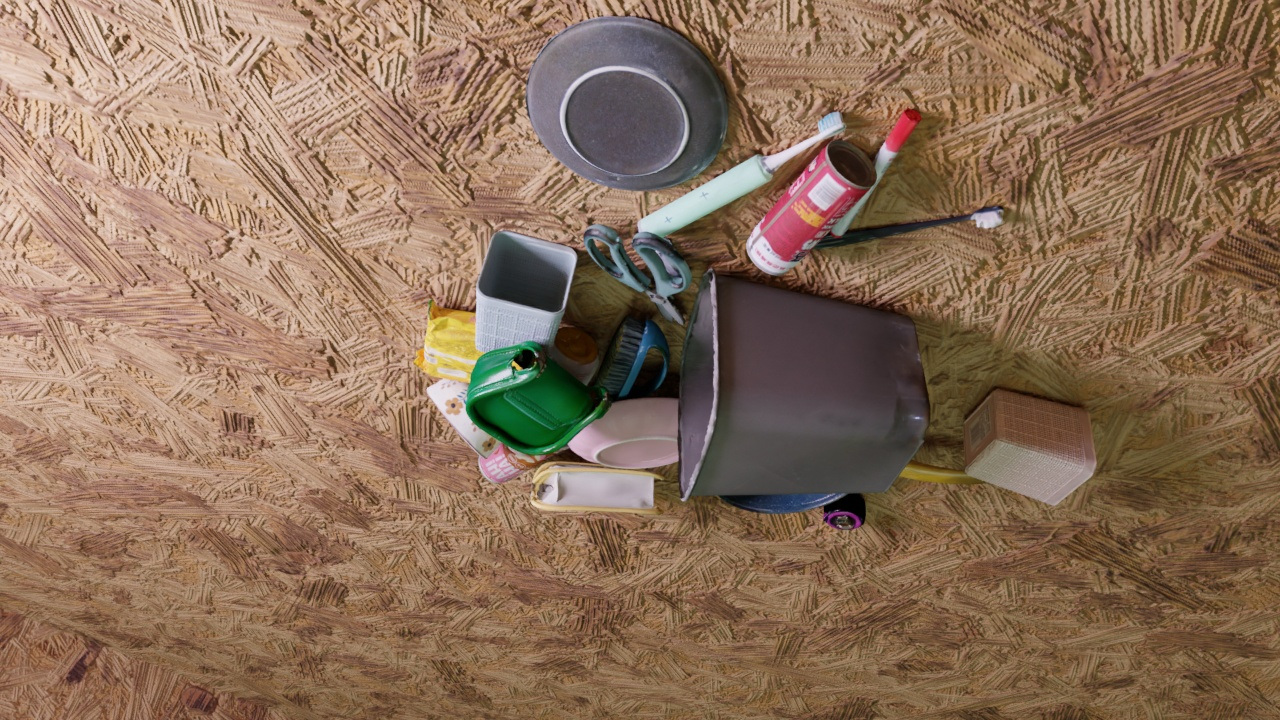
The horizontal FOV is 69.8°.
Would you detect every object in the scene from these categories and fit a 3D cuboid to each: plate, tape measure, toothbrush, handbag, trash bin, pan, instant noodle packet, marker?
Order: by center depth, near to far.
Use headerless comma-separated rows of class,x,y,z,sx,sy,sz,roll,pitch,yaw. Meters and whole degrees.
plate,-0.013,-0.210,0.794,0.179,0.024,0.180,6,142,4
marker,0.205,-0.162,0.813,0.017,0.017,0.146,16,142,-8
toothbrush,0.087,-0.162,0.831,0.225,0.027,0.026,-24,168,36
toothbrush,0.244,-0.121,0.858,0.181,0.018,0.016,-6,142,22
trash bin,0.158,0.034,0.945,0.219,0.198,0.199,5,144,-5
handbag,-0.110,0.038,0.963,0.120,0.067,0.131,-24,134,35
instant noodle packet,-0.194,-0.015,1.065,0.128,0.044,0.111,15,137,-10
pan,0.261,0.128,1.115,0.357,0.078,0.198,-6,140,4
plate,0.002,0.096,1.118,0.192,0.039,0.193,-4,157,-2
handbag,-0.065,0.171,1.233,0.163,0.063,0.179,6,171,-17
tape measure,0.276,0.206,1.242,0.057,0.039,0.058,-8,139,21

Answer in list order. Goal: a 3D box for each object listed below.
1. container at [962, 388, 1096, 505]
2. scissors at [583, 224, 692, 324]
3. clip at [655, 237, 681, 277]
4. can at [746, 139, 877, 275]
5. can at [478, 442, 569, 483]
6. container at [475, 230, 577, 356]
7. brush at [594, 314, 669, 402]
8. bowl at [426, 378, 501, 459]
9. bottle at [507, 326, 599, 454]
container,0.431,0.094,1.031,0.111,0.090,0.090,17,142,-4
scissors,0.021,-0.079,0.930,0.143,0.019,0.180,7,152,39
clip,0.030,-0.099,0.929,0.025,0.032,0.057,-5,143,27
can,0.151,-0.134,0.829,0.053,0.053,0.133,23,141,-16
can,-0.151,0.114,1.206,0.058,0.057,0.148,34,136,-27
container,-0.123,-0.060,0.959,0.090,0.089,0.112,14,146,-5
brush,-0.006,0.006,1.040,0.073,0.055,0.144,16,141,-7
bowl,-0.204,0.060,1.130,0.062,0.113,0.113,-41,132,-5
bottle,-0.110,0.042,1.077,0.068,0.067,0.190,21,131,-14
